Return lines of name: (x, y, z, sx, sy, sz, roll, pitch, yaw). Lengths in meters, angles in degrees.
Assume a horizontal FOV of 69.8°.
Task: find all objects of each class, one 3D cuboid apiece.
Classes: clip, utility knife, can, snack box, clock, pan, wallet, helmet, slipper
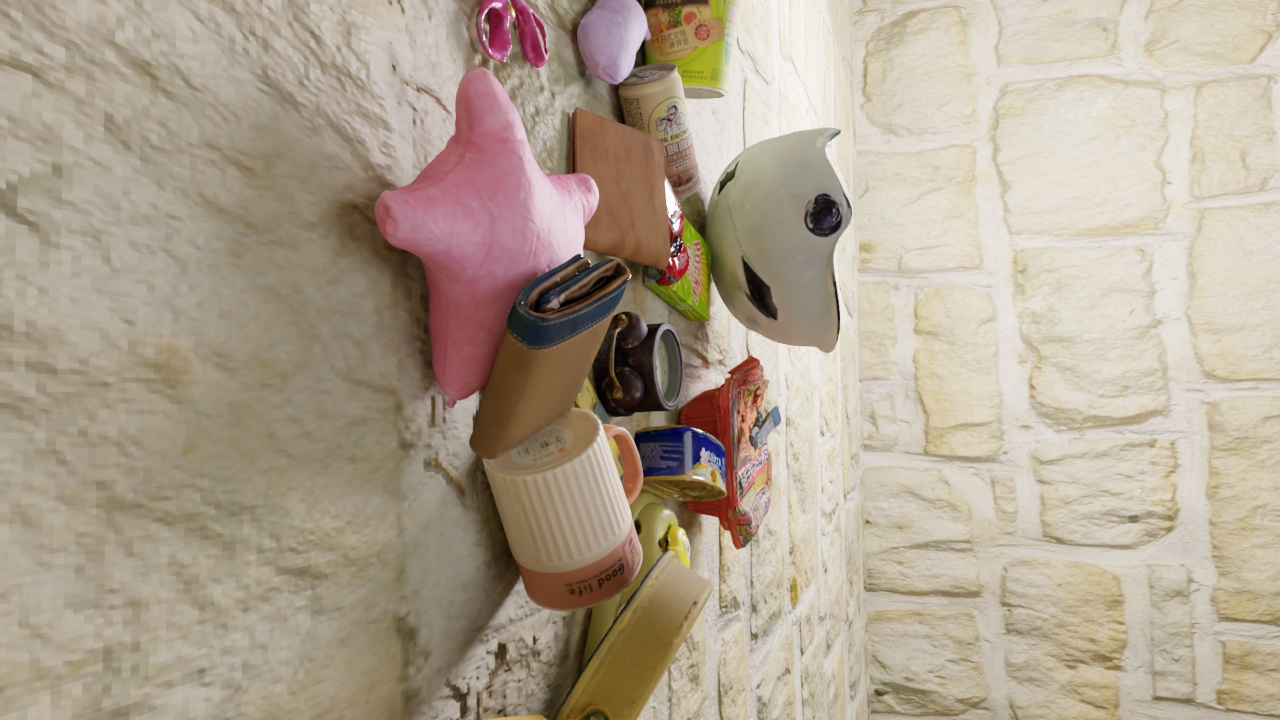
clip: (0.128, 0.071, 0.964, 0.058, 0.045, 0.027, -49, 132, -46)
utility knife: (-0.041, 0.040, 0.735, 0.188, 0.020, 0.030, 61, 27, -44)
can: (0.038, 0.098, 0.854, 0.148, 0.075, 0.049, 39, 48, -65)
snack box: (0.042, -0.099, 0.952, 0.156, 0.026, 0.085, 31, 60, -67)
clock: (-0.005, 0.005, 0.770, 0.122, 0.055, 0.082, 29, 61, -65)
pan: (-0.048, 0.202, 0.519, 0.197, 0.078, 0.357, -60, 169, 2)
wallet: (-0.017, -0.138, 0.748, 0.101, 0.020, 0.115, 10, 75, -44)
can: (0.018, -0.208, 0.845, 0.058, 0.059, 0.116, -64, 146, -52)
helmet: (0.148, -0.136, 1.054, 0.229, 0.146, 0.258, 85, 5, -74)
slipper: (0.008, 0.202, 0.755, 0.092, 0.082, 0.190, 67, 31, -50)
wallet: (-0.054, -0.002, 0.533, 0.090, 0.033, 0.115, -34, 155, -48)

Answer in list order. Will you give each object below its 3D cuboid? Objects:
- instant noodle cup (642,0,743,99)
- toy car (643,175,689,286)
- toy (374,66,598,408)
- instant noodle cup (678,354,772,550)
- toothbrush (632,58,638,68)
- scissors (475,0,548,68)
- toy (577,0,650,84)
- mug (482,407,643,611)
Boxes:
instant noodle cup: (0.050, -0.320, 0.888, 0.111, 0.112, 0.123, -19, 113, -69)
toy car: (0.014, -0.125, 0.827, 0.120, 0.045, 0.052, 65, 33, -26)
toy: (-0.087, -0.060, 0.526, 0.194, 0.075, 0.178, 33, 70, -64)
instant noodle cup: (0.095, 0.095, 1.006, 0.164, 0.079, 0.189, -24, 111, -69)
toothbrush: (-0.001, -0.266, 0.861, 0.014, 0.018, 0.189, -64, 145, -49)
scissors: (-0.088, -0.253, 0.621, 0.131, 0.017, 0.133, 35, 52, -63)
toy: (-0.024, -0.277, 0.767, 0.084, 0.039, 0.107, 49, 44, -34)
mug: (-0.041, 0.087, 0.605, 0.114, 0.082, 0.106, -39, 126, -39)
